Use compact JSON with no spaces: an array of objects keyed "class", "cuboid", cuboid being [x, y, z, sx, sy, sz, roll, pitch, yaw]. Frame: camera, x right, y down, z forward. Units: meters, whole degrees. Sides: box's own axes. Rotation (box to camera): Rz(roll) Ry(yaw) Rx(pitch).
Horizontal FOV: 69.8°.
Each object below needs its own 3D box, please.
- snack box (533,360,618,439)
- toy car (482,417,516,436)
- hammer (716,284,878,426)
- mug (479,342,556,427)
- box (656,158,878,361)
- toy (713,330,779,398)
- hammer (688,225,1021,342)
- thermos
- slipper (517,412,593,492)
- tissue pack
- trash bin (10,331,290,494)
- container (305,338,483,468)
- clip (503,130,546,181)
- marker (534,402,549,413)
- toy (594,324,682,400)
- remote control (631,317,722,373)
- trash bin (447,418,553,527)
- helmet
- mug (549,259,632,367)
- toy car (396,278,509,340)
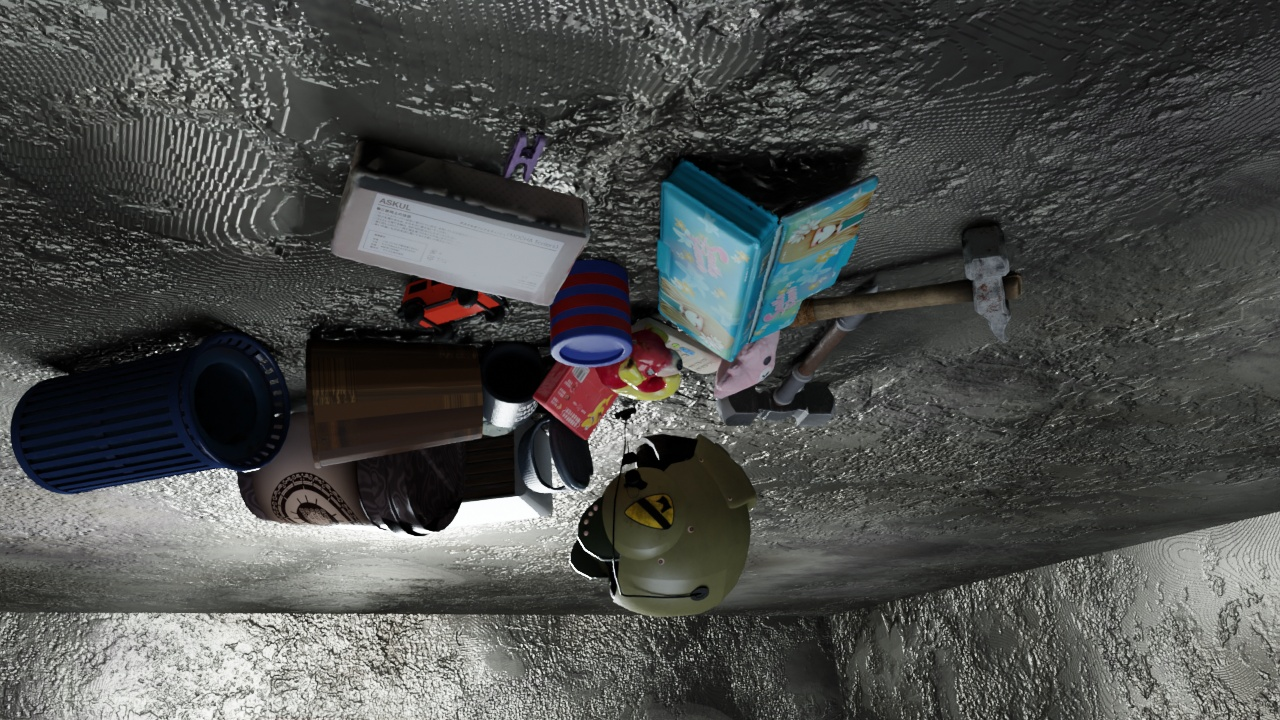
[{"class":"snack box","cuboid":[-0.063,0.030,1.017,0.021,0.089,0.133,31,170,25]},{"class":"toy car","cuboid":[-0.179,0.056,1.085,0.048,0.033,0.105,-14,137,2]},{"class":"hammer","cuboid":[0.199,-0.003,1.040,0.156,0.043,0.323,1,154,-12]},{"class":"mug","cuboid":[-0.129,0.021,1.013,0.105,0.071,0.078,-25,165,-22]},{"class":"box","cuboid":[0.096,-0.073,0.781,0.172,0.083,0.227,6,157,2]},{"class":"toy","cuboid":[0.113,0.002,0.985,0.053,0.095,0.099,38,163,16]},{"class":"hammer","cuboid":[0.199,-0.052,0.891,0.319,0.048,0.121,-7,138,19]},{"class":"thermos","cuboid":[-0.348,0.128,1.106,0.226,0.172,0.173,-3,158,14]},{"class":"slipper","cuboid":[-0.110,0.115,1.141,0.082,0.101,0.263,-13,175,1]},{"class":"tissue pack","cuboid":[-0.141,-0.106,0.714,0.181,0.071,0.104,8,142,-25]},{"class":"trash bin","cuboid":[-0.509,0.061,0.946,0.250,0.139,0.139,-10,157,19]},{"class":"container","cuboid":[-0.255,0.038,0.958,0.167,0.132,0.132,-4,158,-16]},{"class":"clip","cuboid":[-0.082,-0.149,0.674,0.037,0.013,0.053,-2,154,-8]},{"class":"marker","cuboid":[-0.164,0.055,1.129,0.126,0.025,0.025,0,157,-10]},{"class":"toy","cuboid":[-0.006,0.006,0.962,0.105,0.067,0.137,10,162,-4]},{"class":"remote control","cuboid":[0.038,-0.015,0.990,0.125,0.018,0.038,24,144,-33]},{"class":"trash bin","cuboid":[-0.245,0.151,1.228,0.229,0.114,0.114,-8,157,10]},{"class":"helmet","cuboid":[0.030,0.196,1.175,0.233,0.255,0.251,1,158,-7]},{"class":"mug","cuboid":[-0.043,-0.036,0.867,0.075,0.076,0.112,-8,157,9]},{"class":"toy car","cuboid":[-0.172,-0.055,0.836,0.100,0.048,0.051,-15,154,23]}]
